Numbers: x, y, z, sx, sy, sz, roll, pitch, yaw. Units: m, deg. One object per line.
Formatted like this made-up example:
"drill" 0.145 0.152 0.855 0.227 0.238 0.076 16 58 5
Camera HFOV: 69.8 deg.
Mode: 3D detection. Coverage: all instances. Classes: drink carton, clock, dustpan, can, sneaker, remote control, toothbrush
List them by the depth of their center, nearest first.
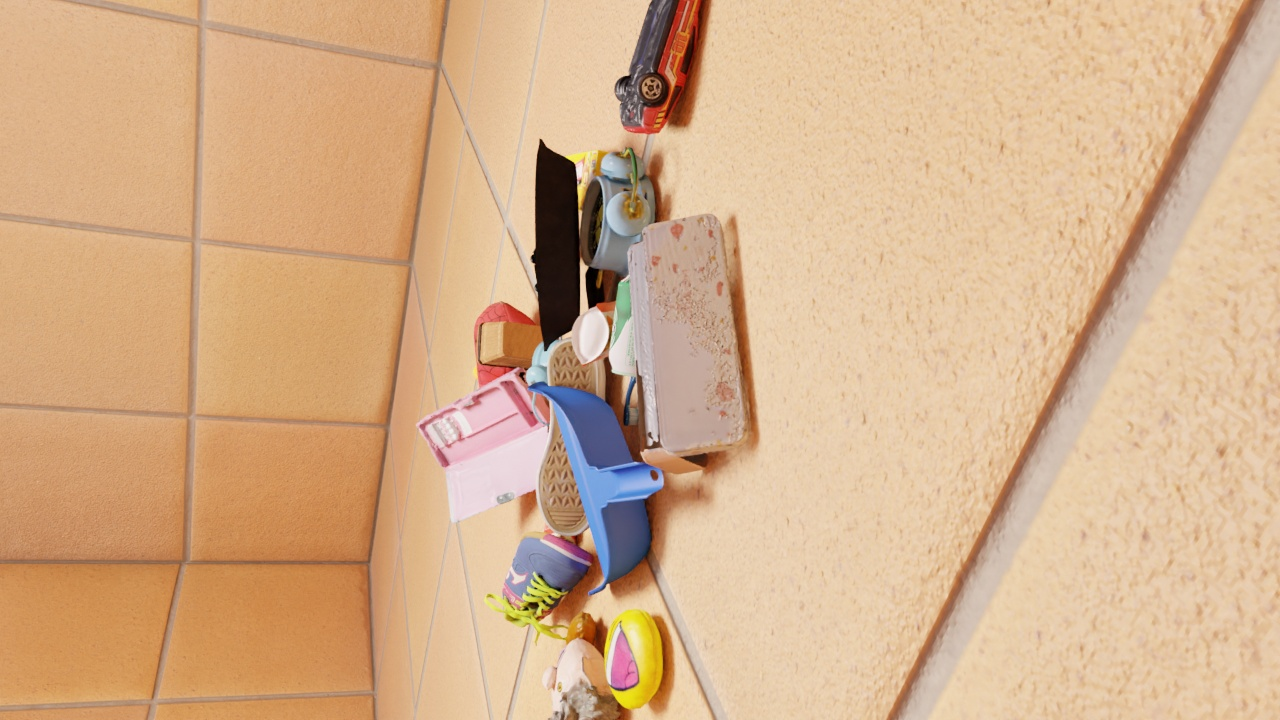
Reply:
"dustpan" -0.033 0.121 0.923 0.258 0.059 0.245 -21 85 59
"can" -0.002 -0.035 0.939 0.053 0.053 0.101 -157 73 -68
"toothbrush" -0.006 0.006 0.998 0.021 0.016 0.132 169 107 -68
"drink carton" -0.036 -0.032 0.999 0.122 0.039 0.069 -25 -49 -72
"clock" -0.022 -0.162 1.010 0.162 0.060 0.118 116 152 -49
"sneaker" -0.070 0.088 1.090 0.079 0.087 0.235 -13 -74 -75
"sneaker" -0.119 0.282 1.130 0.090 0.116 0.242 -64 5 -30
"clock" -0.106 0.025 1.138 0.042 0.087 0.123 -10 51 38
"remote control" -0.055 -0.069 1.146 0.039 0.010 0.124 124 144 -53

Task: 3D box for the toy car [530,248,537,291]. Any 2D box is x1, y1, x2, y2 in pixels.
"toy car" -0.137 -0.134 1.345 0.042 0.036 0.091 149 113 -67

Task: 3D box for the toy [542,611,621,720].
"toy" -0.070 0.360 1.009 0.175 0.076 0.133 -95 22 -44

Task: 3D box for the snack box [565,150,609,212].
"snack box" -0.072 -0.234 1.208 0.152 0.025 0.075 -155 71 -68

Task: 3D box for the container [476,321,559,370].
"container" -0.170 -0.022 1.314 0.061 0.113 0.063 -13 73 55

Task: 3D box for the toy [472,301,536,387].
"toy" -0.215 0.014 1.427 0.147 0.098 0.216 28 114 52

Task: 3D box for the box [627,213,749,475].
"box" 0.038 -0.011 0.822 0.107 0.094 0.216 82 -177 -69

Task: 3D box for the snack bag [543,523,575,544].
"snack bag" -0.111 0.179 1.206 0.087 0.044 0.154 111 159 -46

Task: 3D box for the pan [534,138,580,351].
"pan" -0.097 -0.138 1.144 0.356 0.043 0.249 -125 34 -86

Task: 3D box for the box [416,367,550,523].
"box" -0.220 0.126 1.354 0.234 0.059 0.179 -24 84 34

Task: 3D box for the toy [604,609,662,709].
"toy" -0.006 0.290 0.895 0.094 0.041 0.095 -153 72 -64

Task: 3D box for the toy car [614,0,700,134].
"toy car" 0.024 -0.325 0.934 0.081 0.056 0.189 -143 67 -65
